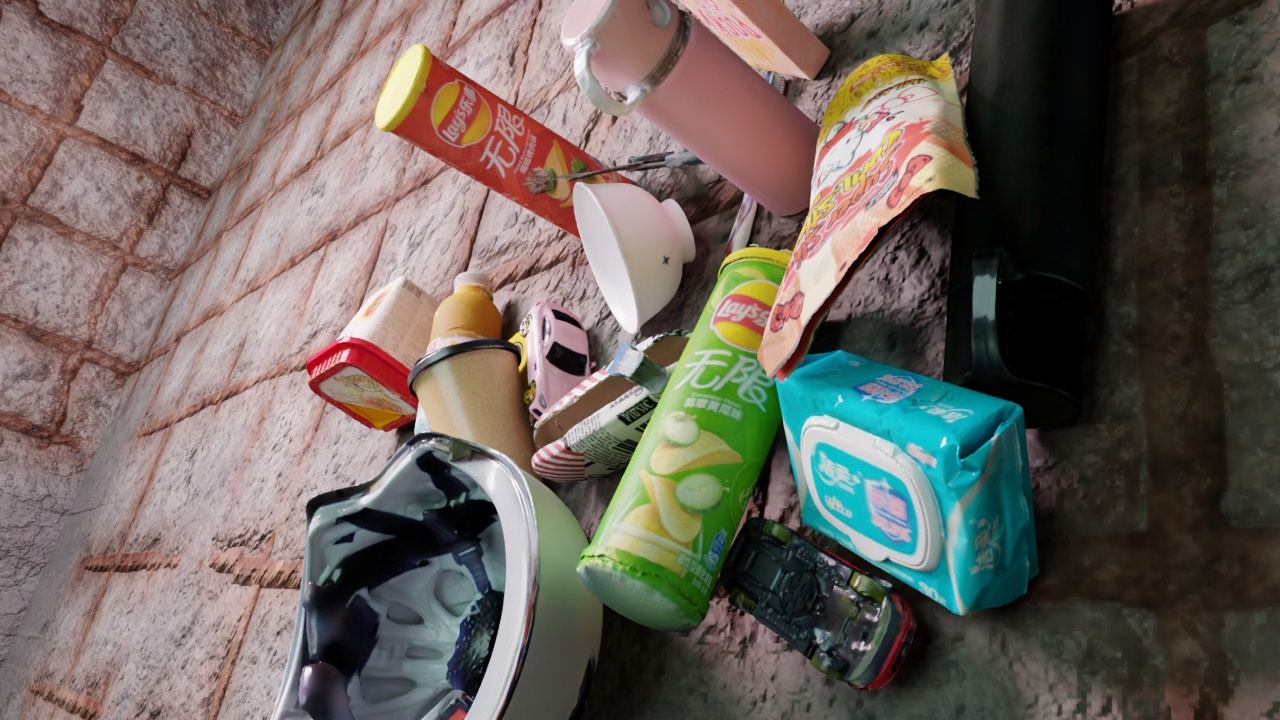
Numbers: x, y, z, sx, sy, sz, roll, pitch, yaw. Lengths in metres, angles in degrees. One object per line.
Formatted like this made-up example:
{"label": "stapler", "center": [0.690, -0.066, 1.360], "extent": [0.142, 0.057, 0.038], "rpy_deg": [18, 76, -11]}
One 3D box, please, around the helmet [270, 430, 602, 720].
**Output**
{"label": "helmet", "center": [-0.115, 0.176, 0.591], "extent": [0.259, 0.146, 0.228], "rpy_deg": [-24, 53, 30]}

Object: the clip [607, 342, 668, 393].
{"label": "clip", "center": [-0.002, 0.004, 0.570], "extent": [0.024, 0.027, 0.056], "rpy_deg": [-59, 25, -4]}

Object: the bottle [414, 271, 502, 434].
{"label": "bottle", "center": [-0.161, 0.002, 0.836], "extent": [0.068, 0.068, 0.189], "rpy_deg": [-31, 45, 36]}

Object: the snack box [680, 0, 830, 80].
{"label": "snack box", "center": [0.060, -0.261, 0.658], "extent": [0.026, 0.157, 0.084], "rpy_deg": [-56, 34, 5]}

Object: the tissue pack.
{"label": "tissue pack", "center": [0.117, 0.051, 0.425], "extent": [0.050, 0.093, 0.133], "rpy_deg": [-25, 25, -24]}

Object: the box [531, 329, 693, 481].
{"label": "box", "center": [-0.007, 0.045, 0.616], "extent": [0.164, 0.076, 0.073], "rpy_deg": [-34, 38, 30]}

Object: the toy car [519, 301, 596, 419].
{"label": "toy car", "center": [-0.063, 0.001, 0.724], "extent": [0.037, 0.056, 0.122], "rpy_deg": [-45, 38, 34]}

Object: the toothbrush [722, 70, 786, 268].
{"label": "toothbrush", "center": [0.080, -0.132, 0.666], "extent": [0.016, 0.017, 0.187], "rpy_deg": [-7, 61, 50]}

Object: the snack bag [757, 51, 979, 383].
{"label": "snack bag", "center": [0.118, -0.086, 0.467], "extent": [0.129, 0.073, 0.207], "rpy_deg": [-48, 9, 37]}

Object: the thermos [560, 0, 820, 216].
{"label": "thermos", "center": [0.039, -0.157, 0.577], "extent": [0.067, 0.198, 0.087], "rpy_deg": [-15, 58, 45]}

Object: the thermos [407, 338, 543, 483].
{"label": "thermos", "center": [-0.124, 0.051, 0.717], "extent": [0.093, 0.093, 0.143], "rpy_deg": [-35, 67, 33]}

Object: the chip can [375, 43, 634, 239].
{"label": "chip can", "center": [-0.105, -0.168, 0.751], "extent": [0.073, 0.216, 0.073], "rpy_deg": [-32, 44, 37]}

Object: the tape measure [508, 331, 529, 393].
{"label": "tape measure", "center": [-0.102, 0.004, 0.793], "extent": [0.060, 0.029, 0.057], "rpy_deg": [-36, 41, 32]}

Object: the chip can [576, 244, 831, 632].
{"label": "chip can", "center": [0.040, 0.039, 0.510], "extent": [0.073, 0.072, 0.220], "rpy_deg": [-8, 48, 49]}

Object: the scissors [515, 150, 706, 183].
{"label": "scissors", "center": [-0.002, -0.146, 0.692], "extent": [0.160, 0.180, 0.014], "rpy_deg": [-3, 106, 23]}

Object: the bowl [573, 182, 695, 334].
{"label": "bowl", "center": [0.002, -0.085, 0.681], "extent": [0.064, 0.118, 0.118], "rpy_deg": [-22, 35, -12]}

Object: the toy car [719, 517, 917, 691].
{"label": "toy car", "center": [0.088, 0.119, 0.458], "extent": [0.053, 0.045, 0.120], "rpy_deg": [-63, 29, 0]}

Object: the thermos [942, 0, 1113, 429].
{"label": "thermos", "center": [0.187, -0.094, 0.442], "extent": [0.069, 0.090, 0.242], "rpy_deg": [0, 66, 30]}

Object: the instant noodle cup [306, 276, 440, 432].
{"label": "instant noodle cup", "center": [-0.256, -0.009, 0.938], "extent": [0.117, 0.116, 0.124], "rpy_deg": [-22, 38, 43]}
